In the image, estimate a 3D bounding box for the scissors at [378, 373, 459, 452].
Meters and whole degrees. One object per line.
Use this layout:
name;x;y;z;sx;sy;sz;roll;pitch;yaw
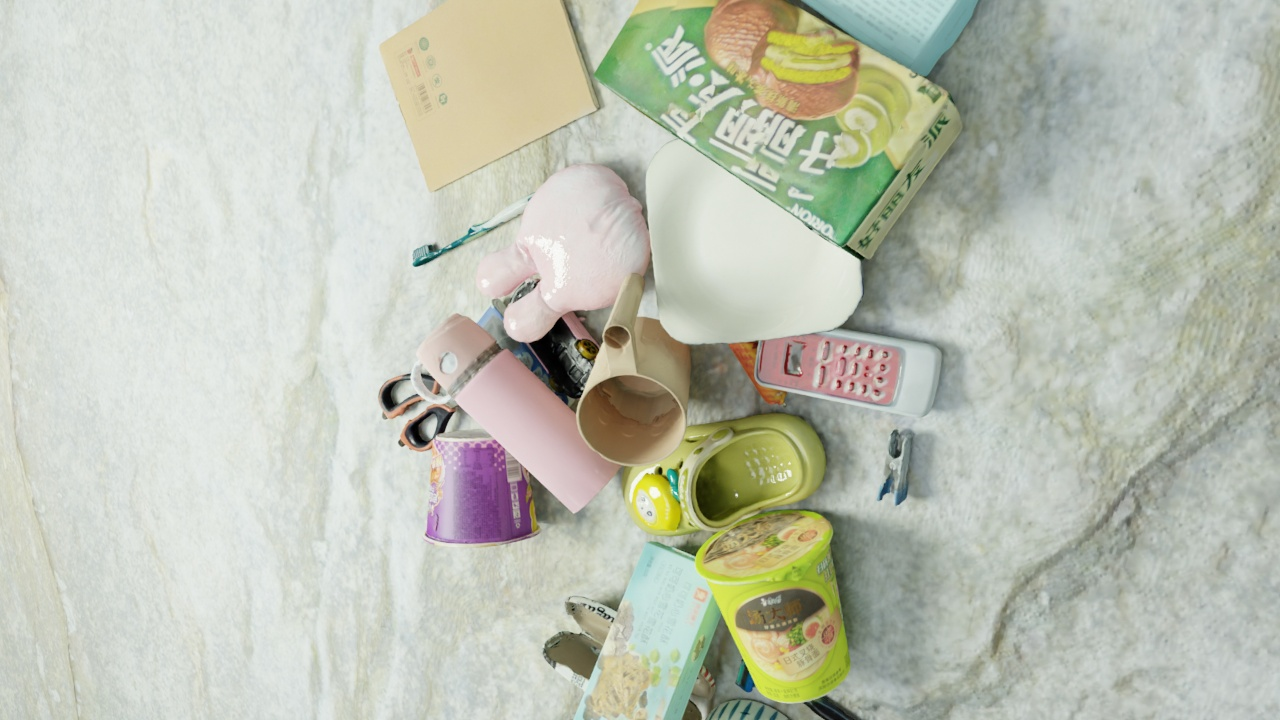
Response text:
scissors;-0.185;0.047;0.905;0.209;0.015;0.186;26;120;28

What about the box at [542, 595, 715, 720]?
box;-0.007;0.270;0.844;0.163;0.076;0.087;22;99;26

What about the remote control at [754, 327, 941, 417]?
remote control;0.154;0.004;0.690;0.136;0.020;0.056;12;99;21

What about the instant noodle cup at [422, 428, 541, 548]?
instant noodle cup;-0.152;0.117;0.869;0.112;0.111;0.099;-2;92;31

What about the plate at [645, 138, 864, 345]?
plate;0.086;-0.097;0.697;0.164;0.034;0.164;-5;90;27

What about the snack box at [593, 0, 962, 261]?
snack box;0.089;-0.182;0.638;0.240;0.063;0.114;40;104;24

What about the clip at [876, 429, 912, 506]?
clip;0.195;0.081;0.696;0.038;0.026;0.058;12;105;36

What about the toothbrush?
toothbrush;-0.150;-0.125;0.854;0.192;0.016;0.018;-20;81;33

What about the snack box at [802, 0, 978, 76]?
snack box;0.142;-0.271;0.619;0.175;0.051;0.074;42;121;16

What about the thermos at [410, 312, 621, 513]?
thermos;-0.114;0.051;0.808;0.198;0.067;0.087;42;109;-3

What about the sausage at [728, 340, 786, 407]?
sausage;0.071;-0.032;0.741;0.022;0.021;0.165;-35;84;32

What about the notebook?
notebook;-0.142;-0.254;0.819;0.208;0.008;0.148;-17;94;33

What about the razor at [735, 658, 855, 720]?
razor;0.150;0.294;0.779;0.143;0.022;0.043;24;140;21

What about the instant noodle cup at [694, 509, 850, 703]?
instant noodle cup;0.115;0.199;0.732;0.112;0.111;0.123;-11;105;32

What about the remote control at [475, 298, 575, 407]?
remote control;-0.111;0.003;0.858;0.125;0.024;0.049;51;122;9

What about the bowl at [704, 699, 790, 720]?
bowl;0.092;0.368;0.807;0.117;0.066;0.116;8;106;29

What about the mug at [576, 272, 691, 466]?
mug;-0.004;0.004;0.727;0.084;0.103;0.125;-4;118;10

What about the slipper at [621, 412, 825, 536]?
slipper;0.056;0.097;0.751;0.191;0.081;0.091;-20;89;31

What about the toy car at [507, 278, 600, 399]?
toy car;-0.073;-0.020;0.824;0.056;0.037;0.122;-47;67;26

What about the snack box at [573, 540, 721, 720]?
snack box;0.012;0.249;0.785;0.074;0.051;0.174;18;79;26

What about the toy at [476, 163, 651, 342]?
toy;-0.066;-0.090;0.778;0.160;0.054;0.121;-35;81;16
